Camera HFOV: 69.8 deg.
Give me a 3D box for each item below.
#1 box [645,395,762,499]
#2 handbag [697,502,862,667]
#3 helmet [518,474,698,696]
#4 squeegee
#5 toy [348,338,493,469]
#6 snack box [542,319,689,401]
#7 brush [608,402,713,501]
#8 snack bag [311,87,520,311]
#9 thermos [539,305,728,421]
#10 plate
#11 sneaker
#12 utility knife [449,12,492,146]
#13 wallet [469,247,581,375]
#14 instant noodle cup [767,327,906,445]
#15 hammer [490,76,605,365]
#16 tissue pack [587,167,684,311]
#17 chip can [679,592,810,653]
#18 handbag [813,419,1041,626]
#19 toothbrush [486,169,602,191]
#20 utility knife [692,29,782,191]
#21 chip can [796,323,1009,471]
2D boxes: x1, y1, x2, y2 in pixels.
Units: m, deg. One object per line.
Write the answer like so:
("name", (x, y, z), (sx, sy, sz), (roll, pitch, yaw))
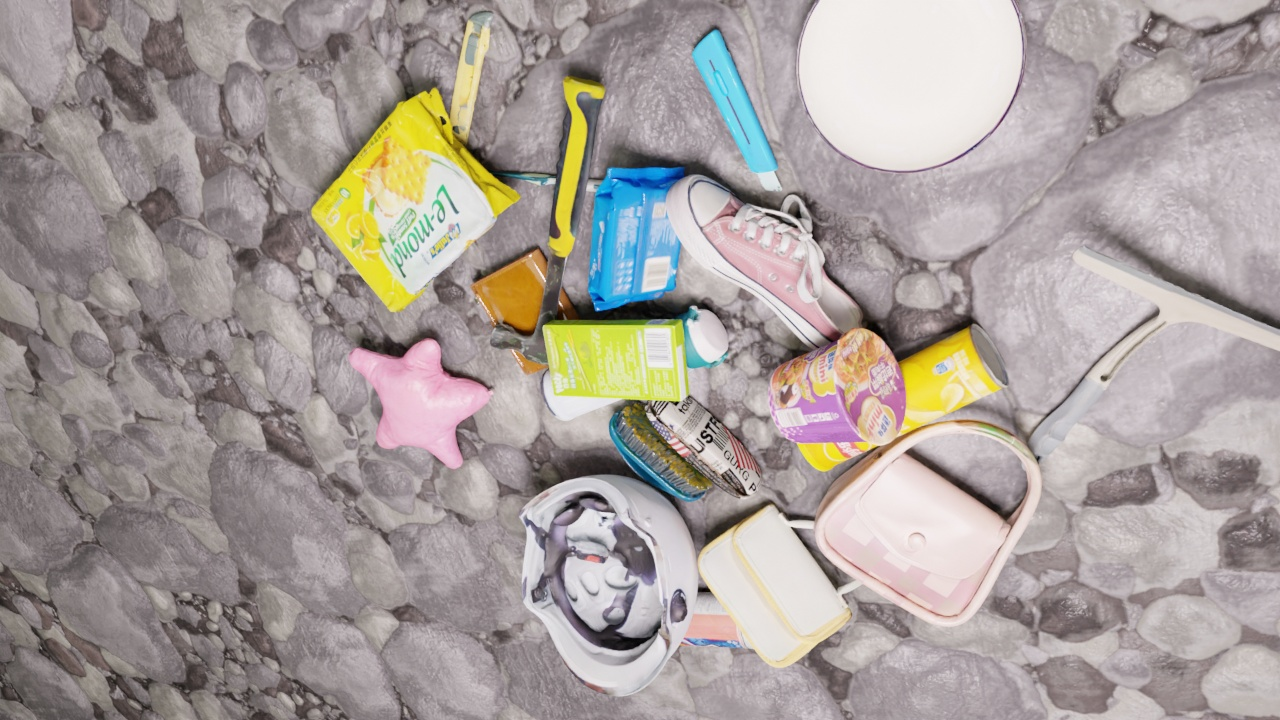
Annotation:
("box", (0.077, 0.091, 1.050), (0.164, 0.074, 0.064), (41, 96, -6))
("handbag", (0.175, 0.246, 1.064), (0.179, 0.063, 0.163), (-36, 78, 1))
("helmet", (-0.022, 0.255, 1.118), (0.230, 0.145, 0.258), (-9, 96, 38))
("squeegee", (0.441, 0.019, 0.873), (0.246, 0.039, 0.247), (20, 130, -9))
("toy", (-0.271, 0.058, 1.174), (0.179, 0.074, 0.195), (-4, 119, 13))
("snack box", (-0.027, -0.001, 0.988), (0.157, 0.026, 0.086), (0, 109, 24))
("brush", (0.019, 0.115, 1.092), (0.144, 0.055, 0.074), (42, 136, -3))
("snack bag", (-0.257, -0.175, 1.037), (0.247, 0.068, 0.158), (-34, 98, 37))
("thermos", (-0.006, 0.006, 1.037), (0.225, 0.073, 0.073), (-22, 106, 30))
("plate", (0.235, -0.263, 0.806), (0.192, 0.038, 0.193), (10, 120, 18))
("sneaker", (0.135, -0.105, 0.895), (0.241, 0.118, 0.088), (40, 142, -8))
("utility knife", (-0.182, -0.299, 0.980), (0.031, 0.018, 0.152), (28, 128, 14))
("wallet", (-0.134, -0.051, 1.077), (0.119, 0.035, 0.131), (-22, 106, 29))
("instant noodle cup", (0.187, 0.033, 0.894), (0.099, 0.111, 0.111), (-17, 110, 49))
("hammer", (-0.081, -0.137, 0.985), (0.126, 0.031, 0.324), (17, 119, 7))
("tissue pack", (-0.005, -0.128, 0.949), (0.052, 0.094, 0.157), (46, 138, 46))
("chip can", (0.106, 0.327, 1.158), (0.215, 0.071, 0.071), (-5, 114, 25))
("handbag", (0.315, 0.153, 0.968), (0.193, 0.093, 0.235), (33, 123, 2))
("toothbrush", (-0.104, -0.194, 1.000), (0.192, 0.016, 0.018), (10, 130, 18))
("utility knife", (0.097, -0.237, 0.891), (0.034, 0.018, 0.166), (-20, 109, 29))
("chip can", (0.262, 0.042, 0.940), (0.214, 0.071, 0.072), (-31, 102, 32))
